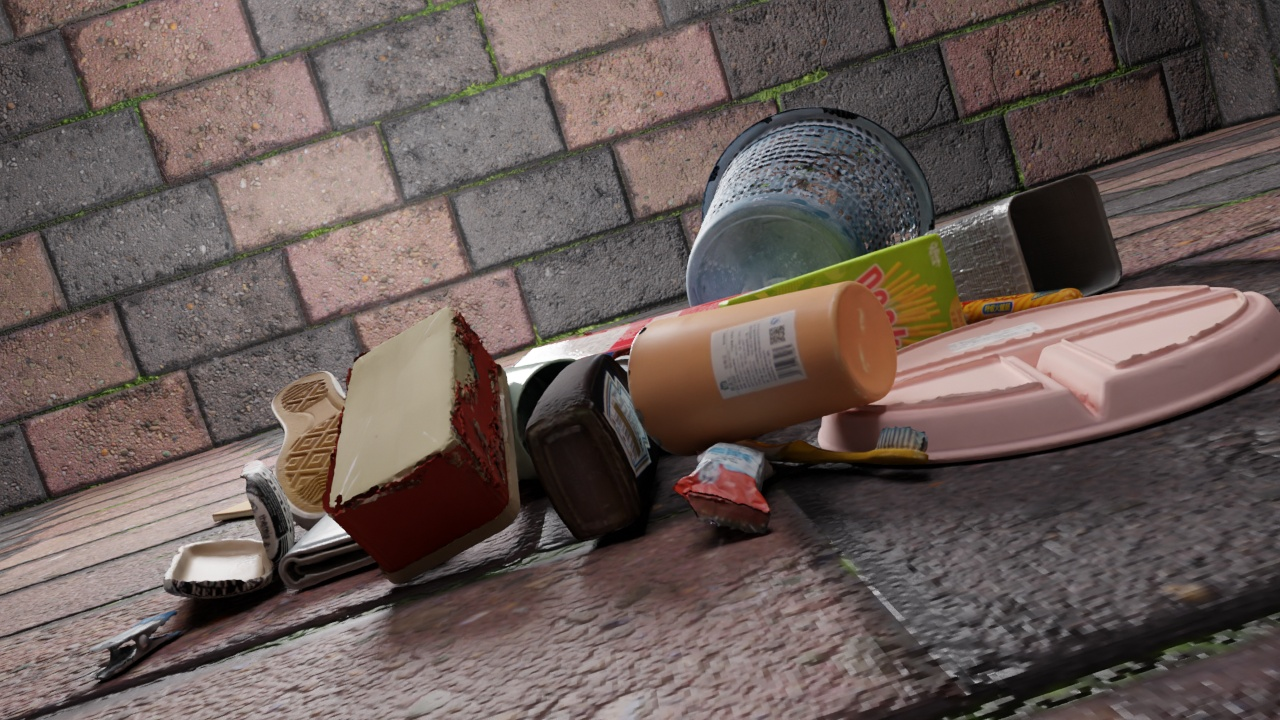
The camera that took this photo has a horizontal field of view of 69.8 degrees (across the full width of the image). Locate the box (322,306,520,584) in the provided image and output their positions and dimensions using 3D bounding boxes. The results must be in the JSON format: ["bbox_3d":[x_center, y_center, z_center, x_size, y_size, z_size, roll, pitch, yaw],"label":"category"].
[{"bbox_3d":[-0.128,0.035,0.535,0.091,0.078,0.168,-29,31,5],"label":"box"}]

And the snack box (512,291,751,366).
[{"bbox_3d":[-0.004,0.004,0.700,0.208,0.057,0.058,-13,21,28],"label":"snack box"}]

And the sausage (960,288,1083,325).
[{"bbox_3d":[0.266,-0.036,0.687,0.021,0.021,0.165,-20,6,-23],"label":"sausage"}]

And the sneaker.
[{"bbox_3d":[-0.259,0.089,0.784,0.118,0.088,0.241,-31,30,-13],"label":"sneaker"}]

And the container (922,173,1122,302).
[{"bbox_3d":[0.297,-0.084,0.733,0.090,0.090,0.114,-19,2,-20],"label":"container"}]

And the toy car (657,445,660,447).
[{"bbox_3d":[0.037,0.039,0.604,0.048,0.031,0.106,-26,5,-38],"label":"toy car"}]

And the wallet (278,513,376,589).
[{"bbox_3d":[-0.167,0.101,0.603,0.106,0.037,0.129,-18,6,-1],"label":"wallet"}]

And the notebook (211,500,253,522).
[{"bbox_3d":[-0.336,0.132,0.976,0.212,0.012,0.149,-13,6,39],"label":"notebook"}]

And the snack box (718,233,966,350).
[{"bbox_3d":[0.139,-0.023,0.619,0.156,0.086,0.026,-18,4,-8],"label":"snack box"}]

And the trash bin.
[{"bbox_3d":[0.137,-0.093,0.818,0.227,0.226,0.194,-15,19,28],"label":"trash bin"}]

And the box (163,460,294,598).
[{"bbox_3d":[-0.274,0.116,0.608,0.086,0.076,0.162,-26,10,-23],"label":"box"}]

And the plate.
[{"bbox_3d":[0.202,0.002,0.476,0.229,0.028,0.229,-18,5,2],"label":"plate"}]

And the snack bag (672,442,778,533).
[{"bbox_3d":[0.042,0.055,0.430,0.045,0.026,0.105,8,7,10],"label":"snack bag"}]

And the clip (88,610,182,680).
[{"bbox_3d":[-0.279,0.157,0.507,0.025,0.036,0.057,-15,1,6],"label":"clip"}]

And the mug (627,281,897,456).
[{"bbox_3d":[0.063,0.002,0.471,0.123,0.078,0.078,-17,5,43],"label":"mug"}]

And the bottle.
[{"bbox_3d":[-0.017,0.034,0.525,0.044,0.080,0.194,-23,9,10],"label":"bottle"}]

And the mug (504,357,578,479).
[{"bbox_3d":[-0.064,0.044,0.657,0.111,0.082,0.107,4,-9,-34],"label":"mug"}]

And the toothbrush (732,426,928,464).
[{"bbox_3d":[0.079,0.043,0.471,0.016,0.018,0.192,21,-13,-23],"label":"toothbrush"}]
